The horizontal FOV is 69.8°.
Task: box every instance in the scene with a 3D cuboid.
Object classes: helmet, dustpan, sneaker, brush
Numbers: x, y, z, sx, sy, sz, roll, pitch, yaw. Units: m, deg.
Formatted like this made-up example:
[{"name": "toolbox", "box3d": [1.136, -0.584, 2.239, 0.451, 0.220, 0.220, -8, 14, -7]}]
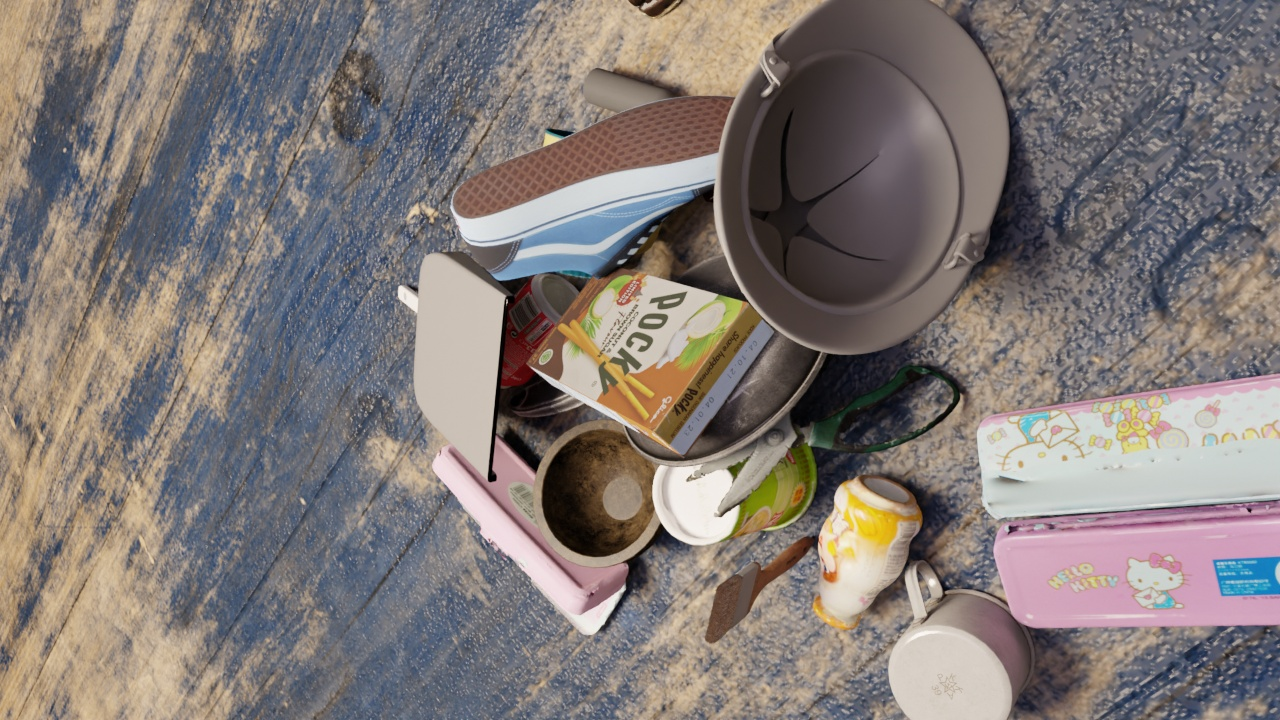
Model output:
[{"name": "helmet", "box3d": [0.120, -0.110, 0.595, 0.183, 0.270, 0.118, 40, 154, -11]}, {"name": "dustpan", "box3d": [-0.177, -0.022, 0.834, 0.258, 0.033, 0.163, 32, 121, 46]}, {"name": "sneaker", "box3d": [-0.012, -0.120, 0.684, 0.241, 0.098, 0.083, -17, 49, 4]}, {"name": "brush", "box3d": [0.091, 0.153, 0.657, 0.008, 0.142, 0.045, 23, 116, 31]}]

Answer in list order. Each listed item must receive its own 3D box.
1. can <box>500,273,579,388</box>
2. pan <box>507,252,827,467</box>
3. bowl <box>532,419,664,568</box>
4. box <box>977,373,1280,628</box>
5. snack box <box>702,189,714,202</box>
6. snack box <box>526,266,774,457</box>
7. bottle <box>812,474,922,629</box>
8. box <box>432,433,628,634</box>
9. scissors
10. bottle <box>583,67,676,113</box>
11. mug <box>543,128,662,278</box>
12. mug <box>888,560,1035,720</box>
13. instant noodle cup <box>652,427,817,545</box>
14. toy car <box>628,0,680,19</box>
[{"name": "can", "box3d": [-0.099, -0.024, 0.811, 0.105, 0.064, 0.064, -40, 74, 30]}, {"name": "pan", "box3d": [-0.004, 0.004, 0.725, 0.358, 0.055, 0.186, -10, 48, 43]}, {"name": "bowl", "box3d": [-0.024, 0.114, 0.776, 0.121, 0.056, 0.121, -6, 74, 21]}, {"name": "box", "box3d": [0.322, 0.089, 0.558, 0.215, 0.048, 0.150, -13, 85, 34]}, {"name": "snack box", "box3d": [0.098, -0.178, 0.681, 0.141, 0.031, 0.051, -33, 77, 32]}, {"name": "snack box", "box3d": [-0.001, -0.008, 0.651, 0.101, 0.031, 0.186, -54, 34, -9]}, {"name": "bottle", "box3d": [0.158, 0.139, 0.660, 0.063, 0.063, 0.109, 27, 110, 29]}, {"name": "box", "box3d": [-0.108, 0.164, 0.833, 0.202, 0.086, 0.103, 41, 128, 23]}, {"name": "scissors", "box3d": [0.130, 0.048, 0.630, 0.147, 0.015, 0.209, 33, 72, 15]}, {"name": "bottle", "box3d": [0.006, -0.208, 0.740, 0.113, 0.030, 0.030, 27, 109, 29]}, {"name": "mug", "box3d": [-0.035, -0.123, 0.746, 0.114, 0.083, 0.107, 22, 107, 26]}, {"name": "mug", "box3d": [0.210, 0.194, 0.626, 0.084, 0.070, 0.113, -37, 77, 31]}, {"name": "instant noodle cup", "box3d": [0.066, 0.092, 0.688, 0.099, 0.107, 0.099, 5, 99, 32]}, {"name": "toy car", "box3d": [-0.004, -0.329, 0.732, 0.049, 0.040, 0.113, -28, 97, 32]}]
